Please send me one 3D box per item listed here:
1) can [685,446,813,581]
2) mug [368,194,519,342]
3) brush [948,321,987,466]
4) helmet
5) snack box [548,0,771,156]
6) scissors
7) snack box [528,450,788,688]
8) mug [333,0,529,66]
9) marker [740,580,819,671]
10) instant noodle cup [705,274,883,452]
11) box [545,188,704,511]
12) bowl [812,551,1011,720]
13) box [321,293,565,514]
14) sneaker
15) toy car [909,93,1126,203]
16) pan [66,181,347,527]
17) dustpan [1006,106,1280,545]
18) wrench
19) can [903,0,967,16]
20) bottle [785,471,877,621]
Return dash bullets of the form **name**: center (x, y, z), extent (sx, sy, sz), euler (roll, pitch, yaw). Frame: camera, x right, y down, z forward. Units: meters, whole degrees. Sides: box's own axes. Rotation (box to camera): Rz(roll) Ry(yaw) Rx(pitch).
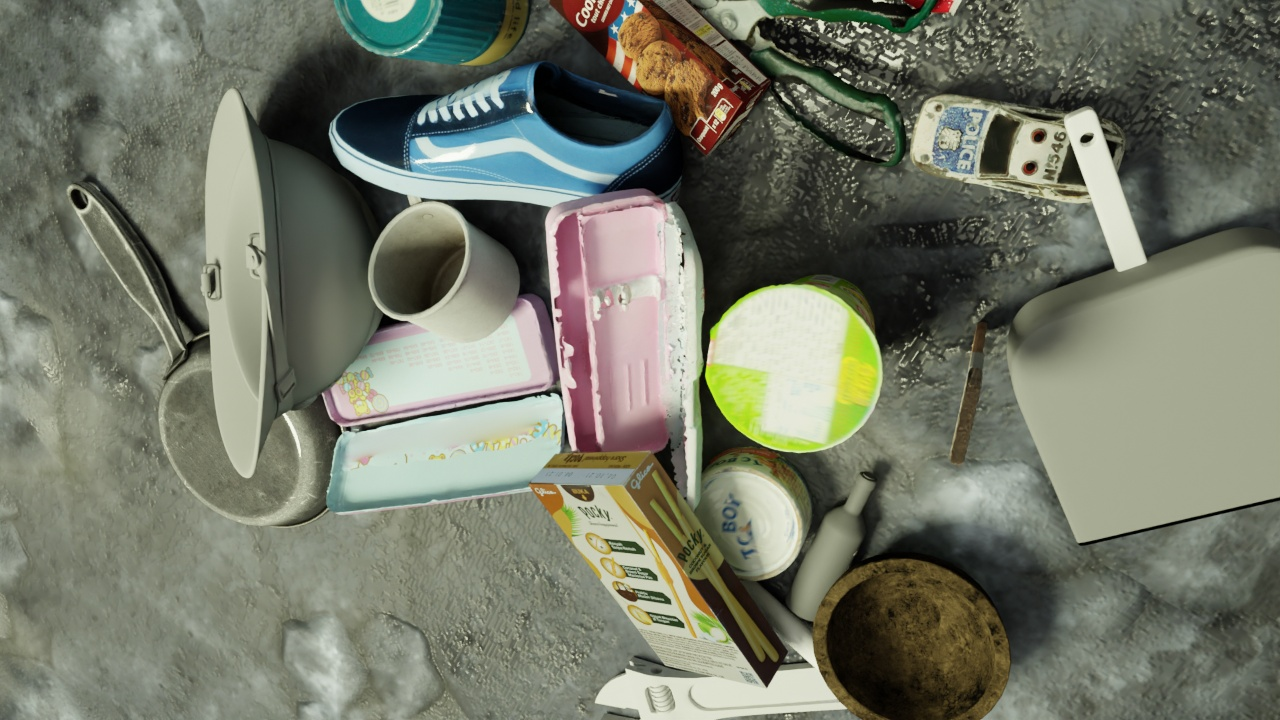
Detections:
- **can**: center (0.074, 0.107, 0.638), extent (0.086, 0.043, 0.086), euler (5, 106, 19)
- **mug**: center (-0.137, -0.073, 0.643), extent (0.084, 0.070, 0.113), euler (-15, 69, 22)
- **brush**: center (0.185, 0.005, 0.509), extent (0.008, 0.142, 0.045), euler (12, 118, 19)
- **helmet**: center (-0.243, -0.056, 0.673), extent (0.184, 0.117, 0.271), euler (-4, 90, 55)
- **snack box**: center (0.010, -0.197, 0.566), extent (0.141, 0.031, 0.051), euler (45, 146, 4)
- **scissors**: center (0.083, -0.180, 0.554), extent (0.210, 0.015, 0.147), euler (16, 140, 35)
- **snack box**: center (0.013, 0.142, 0.627), extent (0.101, 0.031, 0.186), euler (-8, 122, 49)
- **mug**: center (-0.134, -0.246, 0.579), extent (0.083, 0.107, 0.113), euler (-5, 103, 24)
- **marker**: center (0.107, 0.190, 0.655), extent (0.141, 0.020, 0.020), euler (40, 115, 13)
- **instant noodle cup**: center (0.102, -0.009, 0.557), extent (0.099, 0.107, 0.099), euler (6, 108, 19)
- **box**: center (-0.001, 0.004, 0.570), extent (0.087, 0.102, 0.202), euler (-14, 128, -15)
- **bowl**: center (0.180, 0.180, 0.610), extent (0.121, 0.056, 0.121), euler (4, 101, 19)
- **box**: center (-0.157, 0.038, 0.703), extent (0.215, 0.048, 0.149), euler (-10, 81, 23)
- **sneaker**: center (-0.090, -0.158, 0.583), extent (0.241, 0.083, 0.098), euler (11, 144, 11)
- **toy car**: center (0.211, -0.120, 0.519), extent (0.113, 0.040, 0.048), euler (15, 109, 17)
- **pan**: center (-0.387, -0.004, 0.786), extent (0.188, 0.055, 0.357), euler (-35, 95, 26)
- **dustpan**: center (0.287, -0.020, 0.512), extent (0.163, 0.033, 0.258), euler (-21, 113, 25)
- **wrench**: center (0.090, 0.260, 0.693), extent (0.274, 0.018, 0.087), euler (-12, 101, 23)
- **can**: center (0.142, -0.238, 0.498), extent (0.105, 0.064, 0.064), euler (36, 115, 8)
- **bottle**: center (0.134, 0.125, 0.627), extent (0.030, 0.030, 0.113), euler (25, 113, 13)
